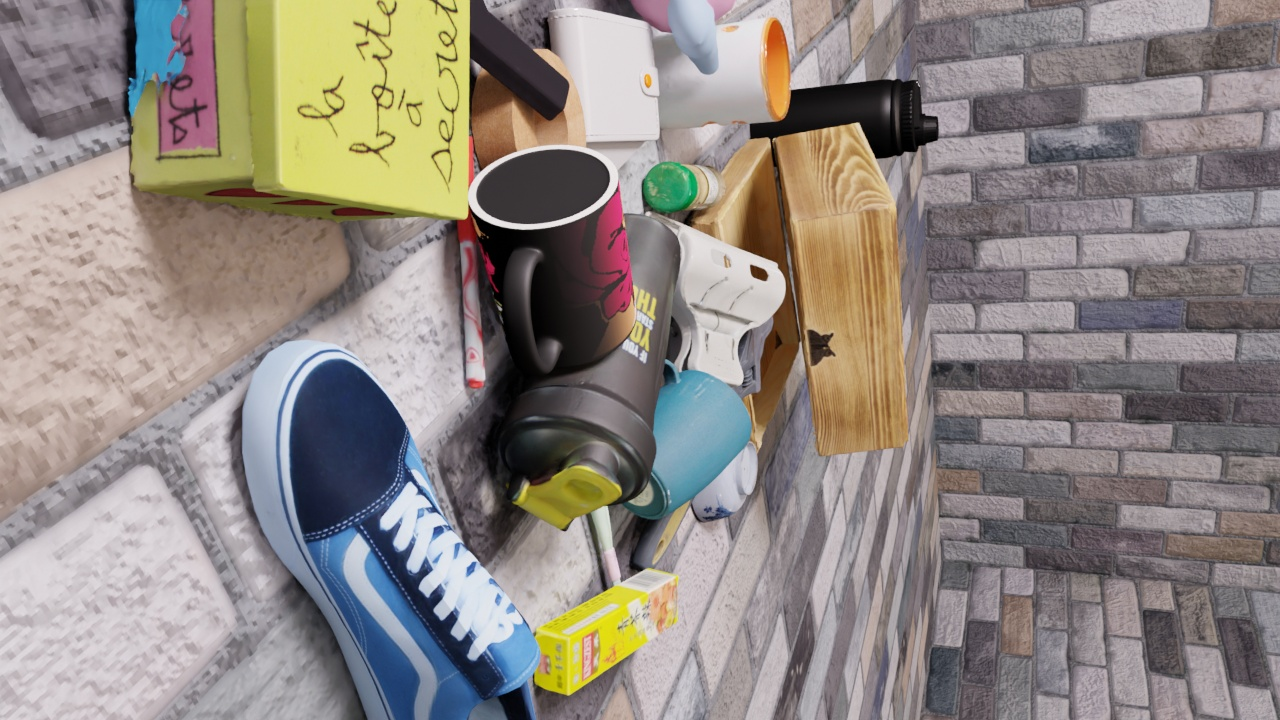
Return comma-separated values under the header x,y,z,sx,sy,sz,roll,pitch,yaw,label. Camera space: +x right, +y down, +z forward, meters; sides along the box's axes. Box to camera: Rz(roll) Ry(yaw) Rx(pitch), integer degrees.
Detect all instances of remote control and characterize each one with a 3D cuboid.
x,y,z,sx,sy,sz,roll,pitch,yaw,label
-0.087,-0.178,0.491,0.136,0.015,0.032,31,61,-44,remote control

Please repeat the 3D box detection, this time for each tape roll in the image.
x,y,z,sx,sy,sz,roll,pitch,yaw,label
-0.067,-0.142,0.567,0.093,0.027,0.094,1,90,-67,tape roll

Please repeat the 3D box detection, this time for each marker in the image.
x,y,z,sx,sy,sz,roll,pitch,yaw,label
-0.097,-0.054,0.520,0.012,0.013,0.142,-18,107,-65,marker

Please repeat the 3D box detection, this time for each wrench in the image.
x,y,z,sx,sy,sz,roll,pitch,yaw,label
0.062,0.065,0.804,0.272,0.022,0.073,-59,147,-27,wrench

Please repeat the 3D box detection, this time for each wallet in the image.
x,y,z,sx,sy,sz,roll,pitch,yaw,label
-0.023,-0.185,0.658,0.118,0.038,0.115,-26,115,-60,wallet

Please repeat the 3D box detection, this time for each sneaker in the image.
x,y,z,sx,sy,sz,roll,pitch,yaw,label
-0.093,0.098,0.423,0.083,0.098,0.241,-54,138,-53,sneaker

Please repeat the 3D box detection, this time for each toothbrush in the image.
x,y,z,sx,sy,sz,roll,pitch,yaw,label
-0.028,0.125,0.680,0.022,0.015,0.155,-24,116,-30,toothbrush

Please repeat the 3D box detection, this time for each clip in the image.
x,y,z,sx,sy,sz,roll,pitch,yaw,label
0.066,-0.053,0.761,0.126,0.102,0.152,14,56,-41,clip

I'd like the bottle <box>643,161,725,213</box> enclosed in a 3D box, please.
x,y,z,sx,sy,sz,roll,pitch,yaw,label
0.041,-0.151,0.798,0.110,0.043,0.043,-24,113,-65,bottle

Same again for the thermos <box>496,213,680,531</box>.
x,y,z,sx,sy,sz,roll,pitch,yaw,label
-0.025,0.002,0.597,0.098,0.098,0.220,66,28,-44,thermos

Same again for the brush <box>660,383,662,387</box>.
x,y,z,sx,sy,sz,roll,pitch,yaw,label
-0.004,0.004,0.731,0.135,0.015,0.049,42,54,-60,brush

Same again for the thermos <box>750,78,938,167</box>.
x,y,z,sx,sy,sz,roll,pitch,yaw,label
0.232,-0.269,1.038,0.086,0.199,0.086,1,90,-66,thermos

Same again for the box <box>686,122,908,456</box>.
x,y,z,sx,sy,sz,roll,pitch,yaw,label
0.169,-0.080,0.985,0.250,0.192,0.279,-80,159,-57,box

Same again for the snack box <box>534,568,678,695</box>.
x,y,z,sx,sy,sz,roll,pitch,yaw,label
-0.020,0.190,0.656,0.147,0.029,0.040,-9,102,-58,snack box

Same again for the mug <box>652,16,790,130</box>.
x,y,z,sx,sy,sz,roll,pitch,yaw,label
0.066,-0.239,0.774,0.082,0.105,0.082,1,90,-66,mug

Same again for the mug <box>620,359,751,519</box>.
x,y,z,sx,sy,sz,roll,pitch,yaw,label
0.017,0.055,0.705,0.104,0.085,0.112,-42,111,-40,mug

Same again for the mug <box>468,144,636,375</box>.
x,y,z,sx,sy,sz,roll,pitch,yaw,label
-0.051,-0.047,0.513,0.117,0.082,0.098,-75,163,-44,mug

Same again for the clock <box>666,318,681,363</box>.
x,y,z,sx,sy,sz,roll,pitch,yaw,label
0.058,0.006,0.850,0.094,0.035,0.123,-58,143,-50,clock

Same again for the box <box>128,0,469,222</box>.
x,y,z,sx,sy,sz,roll,pitch,yaw,label
-0.128,-0.167,0.364,0.124,0.079,0.221,-2,91,-67,box

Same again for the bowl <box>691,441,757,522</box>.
x,y,z,sx,sy,sz,roll,pitch,yaw,label
0.087,0.105,0.906,0.114,0.045,0.114,1,90,-67,bowl

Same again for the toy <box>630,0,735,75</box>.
x,y,z,sx,sy,sz,roll,pitch,yaw,label
0.016,-0.316,0.651,0.170,0.120,0.222,-57,132,-71,toy
